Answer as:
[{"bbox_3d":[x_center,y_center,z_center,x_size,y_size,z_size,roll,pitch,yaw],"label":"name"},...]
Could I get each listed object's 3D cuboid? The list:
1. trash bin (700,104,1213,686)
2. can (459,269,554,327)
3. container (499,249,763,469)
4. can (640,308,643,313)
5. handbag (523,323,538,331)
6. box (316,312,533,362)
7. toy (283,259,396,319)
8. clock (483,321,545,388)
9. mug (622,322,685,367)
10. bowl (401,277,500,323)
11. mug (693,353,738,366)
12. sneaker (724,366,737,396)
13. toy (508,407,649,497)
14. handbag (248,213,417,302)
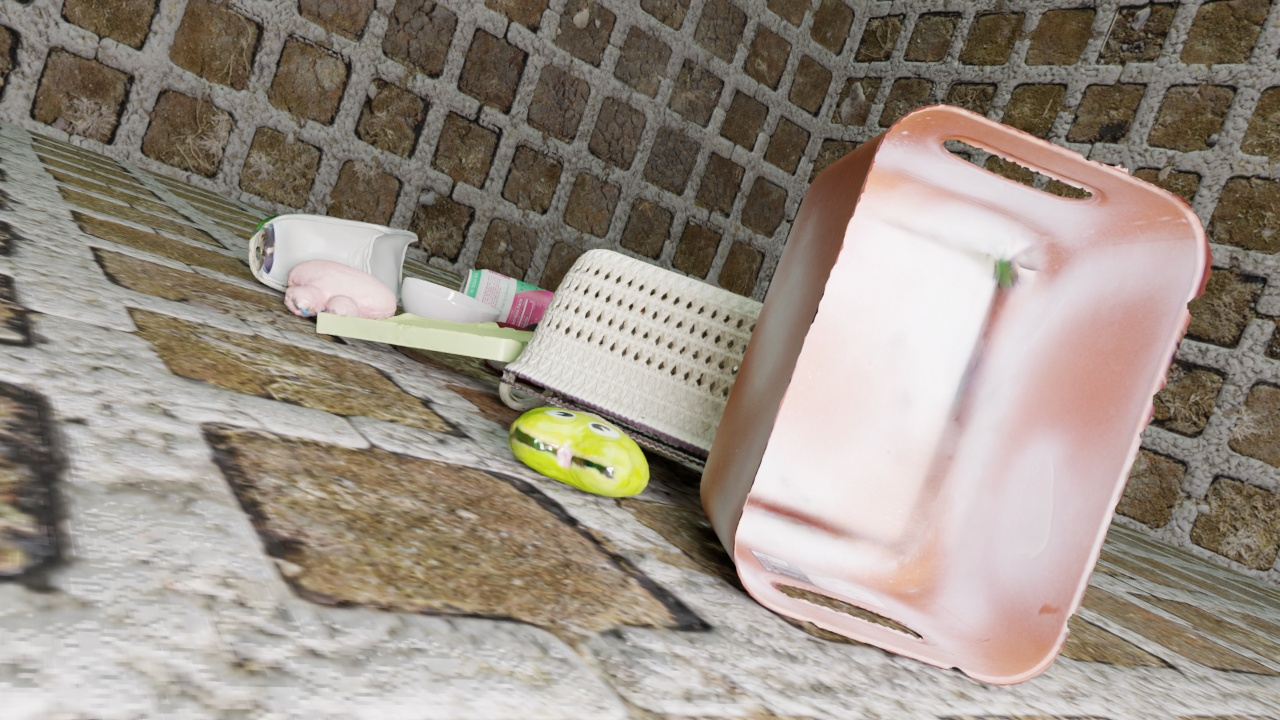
[{"bbox_3d":[0.155,0.014,0.517,0.181,0.260,0.157,19,2,-6],"label":"trash bin"},{"bbox_3d":[-0.165,-0.062,1.246,0.165,0.088,0.088,19,4,-17],"label":"can"},{"bbox_3d":[0.029,0.016,0.713,0.252,0.143,0.184,22,-4,20],"label":"container"},{"bbox_3d":[0.006,-0.004,1.086,0.086,0.087,0.116,20,22,-8],"label":"can"},{"bbox_3d":[-0.092,-0.004,1.079,0.128,0.054,0.079,22,7,-16],"label":"handbag"},{"bbox_3d":[-0.166,-0.022,0.802,0.187,0.030,0.138,8,4,20],"label":"box"},{"bbox_3d":[-0.290,-0.059,0.872,0.108,0.053,0.105,21,18,-6],"label":"toy"},{"bbox_3d":[-0.116,-0.004,0.962,0.096,0.048,0.137,20,4,-6],"label":"clock"},{"bbox_3d":[-0.006,0.006,0.982,0.123,0.104,0.084,18,4,-31],"label":"mug"},{"bbox_3d":[-0.222,-0.050,1.044,0.114,0.050,0.114,21,6,-3],"label":"bowl"},{"bbox_3d":[0.085,0.035,1.145,0.110,0.090,0.074,18,4,-28],"label":"mug"},{"bbox_3d":[0.087,0.058,0.993,0.079,0.087,0.235,54,9,15],"label":"sneaker"},{"bbox_3d":[-0.033,0.056,0.576,0.092,0.043,0.117,20,2,13],"label":"toy"},{"bbox_3d":[-0.335,-0.109,1.020,0.142,0.096,0.198,6,5,-3],"label":"handbag"}]
